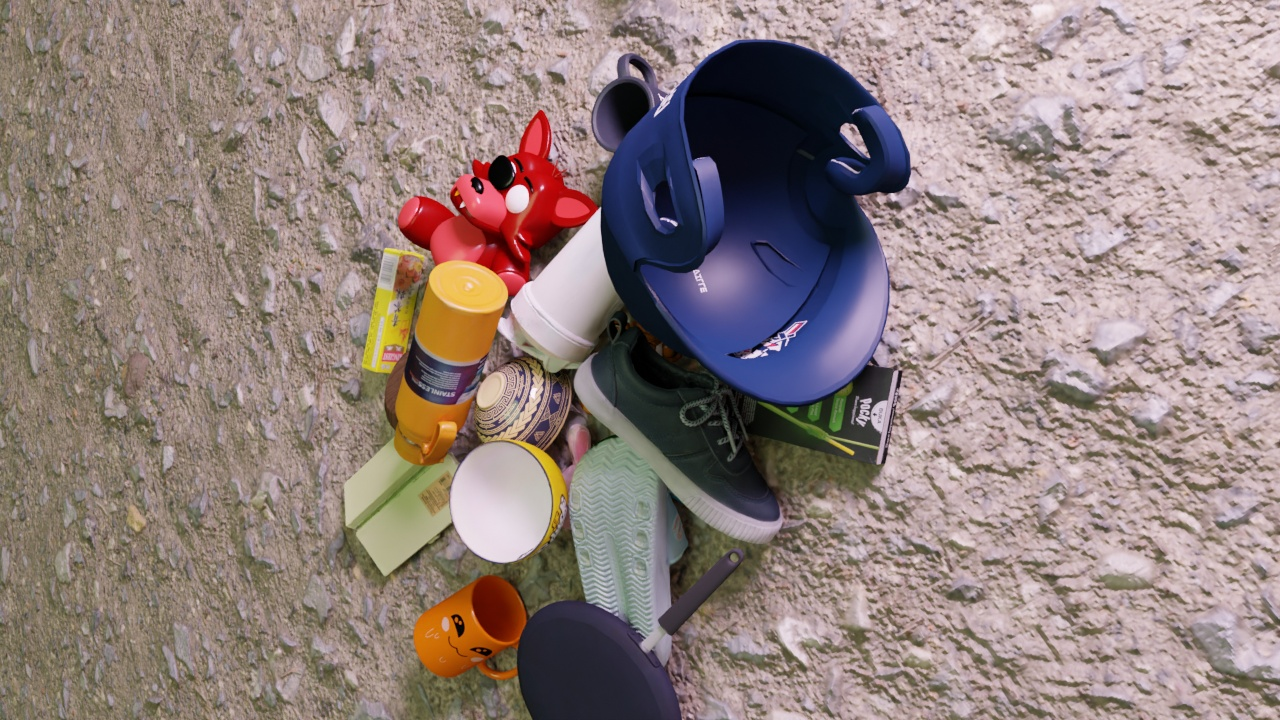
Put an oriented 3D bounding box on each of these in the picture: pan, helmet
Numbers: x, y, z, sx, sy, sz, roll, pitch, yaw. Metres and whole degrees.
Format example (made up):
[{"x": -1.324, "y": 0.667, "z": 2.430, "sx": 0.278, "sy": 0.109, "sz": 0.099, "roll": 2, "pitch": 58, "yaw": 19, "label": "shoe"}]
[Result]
[{"x": -0.008, "y": 0.276, "z": 0.847, "sx": 0.198, "sy": 0.021, "sz": 0.358, "roll": 47, "pitch": 125, "yaw": 16, "label": "pan"}, {"x": 0.084, "y": -0.089, "z": 0.740, "sx": 0.272, "sy": 0.231, "sz": 0.224, "roll": 62, "pitch": 150, "yaw": 8, "label": "helmet"}]

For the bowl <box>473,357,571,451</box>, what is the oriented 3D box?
[{"x": -0.132, "y": 0.043, "z": 0.943, "sx": 0.113, "sy": 0.061, "sz": 0.112, "roll": -26, "pitch": 47, "yaw": 32, "label": "bowl"}]

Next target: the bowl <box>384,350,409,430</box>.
[{"x": -0.263, "y": 0.032, "z": 1.057, "sx": 0.118, "sy": 0.030, "sz": 0.117, "roll": -19, "pitch": 62, "yaw": 39, "label": "bowl"}]

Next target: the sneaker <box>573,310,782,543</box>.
[{"x": 0.047, "y": 0.058, "z": 0.796, "sx": 0.235, "sy": 0.089, "sz": 0.088, "roll": 42, "pitch": 119, "yaw": -4, "label": "sneaker"}]

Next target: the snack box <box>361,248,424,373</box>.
[{"x": -0.295, "y": -0.058, "z": 1.096, "sx": 0.029, "sy": 0.040, "sz": 0.148, "roll": 17, "pitch": 97, "yaw": 34, "label": "snack box"}]

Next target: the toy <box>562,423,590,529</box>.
[{"x": -0.056, "y": 0.122, "z": 0.924, "sx": 0.064, "sy": 0.047, "sz": 0.110, "roll": 15, "pitch": 93, "yaw": 25, "label": "toy"}]

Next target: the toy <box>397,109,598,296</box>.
[{"x": -0.150, "y": -0.150, "z": 0.963, "sx": 0.197, "sy": 0.120, "sz": 0.158, "roll": -38, "pitch": 60, "yaw": 19, "label": "toy"}]

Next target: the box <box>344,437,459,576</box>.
[{"x": -0.276, "y": 0.153, "z": 1.074, "sx": 0.188, "sy": 0.047, "sz": 0.140, "roll": -38, "pitch": 70, "yaw": 26, "label": "box"}]

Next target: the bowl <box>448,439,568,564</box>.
[{"x": -0.120, "y": 0.135, "z": 0.893, "sx": 0.117, "sy": 0.067, "sz": 0.117, "roll": -2, "pitch": 86, "yaw": 24, "label": "bowl"}]

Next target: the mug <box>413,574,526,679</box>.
[{"x": -0.171, "y": 0.298, "z": 0.984, "sx": 0.096, "sy": 0.077, "sz": 0.112, "roll": -35, "pitch": 100, "yaw": 27, "label": "mug"}]

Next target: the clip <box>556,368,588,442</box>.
[{"x": -0.080, "y": 0.063, "z": 0.961, "sx": 0.102, "sy": 0.040, "sz": 0.054, "roll": -58, "pitch": 41, "yaw": 18, "label": "clip"}]

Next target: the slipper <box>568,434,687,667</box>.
[{"x": -0.006, "y": 0.183, "z": 0.876, "sx": 0.104, "sy": 0.074, "sz": 0.245, "roll": 5, "pitch": 107, "yaw": 34, "label": "slipper"}]

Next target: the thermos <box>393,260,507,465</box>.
[{"x": -0.201, "y": 0.016, "z": 0.926, "sx": 0.076, "sy": 0.091, "sz": 0.233, "roll": 21, "pitch": 128, "yaw": -7, "label": "thermos"}]

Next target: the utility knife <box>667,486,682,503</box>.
[{"x": 0.059, "y": 0.139, "z": 0.866, "sx": 0.124, "sy": 0.015, "sz": 0.022, "roll": 31, "pitch": 117, "yaw": 29, "label": "utility knife"}]

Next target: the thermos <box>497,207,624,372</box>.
[{"x": -0.039, "y": -0.086, "z": 0.898, "sx": 0.221, "sy": 0.099, "sz": 0.099, "roll": -47, "pitch": 64, "yaw": 19, "label": "thermos"}]

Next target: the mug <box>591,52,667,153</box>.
[{"x": 0.001, "y": -0.243, "z": 0.883, "sx": 0.071, "sy": 0.077, "sz": 0.105, "roll": -12, "pitch": 81, "yaw": 33, "label": "mug"}]

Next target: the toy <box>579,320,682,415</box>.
[{"x": -0.005, "y": 0.005, "z": 0.885, "sx": 0.087, "sy": 0.067, "sz": 0.113, "roll": 22, "pitch": 114, "yaw": 8, "label": "toy"}]

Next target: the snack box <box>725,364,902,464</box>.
[{"x": 0.147, "y": 0.035, "z": 0.804, "sx": 0.148, "sy": 0.025, "sz": 0.080, "roll": 12, "pitch": 94, "yaw": 34, "label": "snack box"}]
